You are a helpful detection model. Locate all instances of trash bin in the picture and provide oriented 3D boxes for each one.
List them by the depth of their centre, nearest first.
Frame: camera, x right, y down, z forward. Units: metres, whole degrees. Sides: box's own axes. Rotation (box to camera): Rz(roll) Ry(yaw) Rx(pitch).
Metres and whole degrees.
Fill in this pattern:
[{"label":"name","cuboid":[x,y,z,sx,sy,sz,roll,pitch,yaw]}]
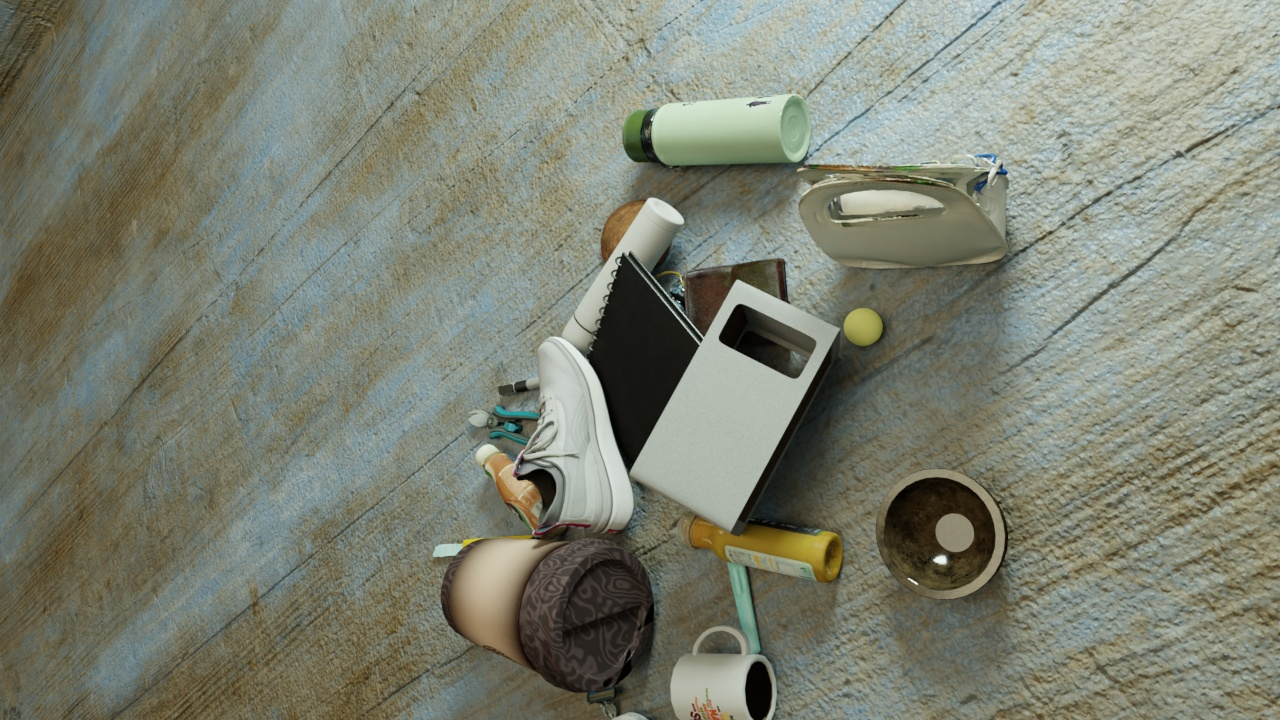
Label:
[{"label":"trash bin","cuboid":[0.102,0.053,0.956,0.114,0.114,0.228,28,85,16]}]

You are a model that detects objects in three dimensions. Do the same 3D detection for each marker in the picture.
[{"label":"marker","cuboid":[-0.137,0.029,1.246,0.141,0.016,0.016,-13,75,34]}]

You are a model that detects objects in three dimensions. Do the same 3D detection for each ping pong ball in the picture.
[{"label":"ping pong ball","cuboid":[0.235,-0.035,0.969,0.040,0.040,0.040,-7,78,35]}]

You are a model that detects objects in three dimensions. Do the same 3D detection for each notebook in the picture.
[{"label":"notebook","cuboid":[-0.006,0.007,1.088,0.169,0.019,0.232,52,141,30]}]

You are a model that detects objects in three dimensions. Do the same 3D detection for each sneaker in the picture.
[{"label":"sneaker","cuboid":[-0.105,0.095,1.130,0.097,0.128,0.262,-44,58,53]}]

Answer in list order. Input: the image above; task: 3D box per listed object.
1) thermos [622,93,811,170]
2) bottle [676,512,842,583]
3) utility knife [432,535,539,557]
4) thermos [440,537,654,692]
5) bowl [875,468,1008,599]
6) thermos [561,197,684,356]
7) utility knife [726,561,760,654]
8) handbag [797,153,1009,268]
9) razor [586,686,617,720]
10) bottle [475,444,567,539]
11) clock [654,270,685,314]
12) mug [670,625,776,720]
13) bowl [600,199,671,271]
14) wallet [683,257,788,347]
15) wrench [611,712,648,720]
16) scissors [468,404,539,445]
[{"label":"thermos","cuboid":[0.084,-0.270,1.101,0.232,0.082,0.082,7,86,36]},{"label":"bottle","cuboid":[0.125,0.199,1.003,0.186,0.053,0.053,4,84,37]},{"label":"utility knife","cuboid":[-0.216,0.261,1.268,0.207,0.018,0.030,-13,66,37]},{"label":"thermos","cuboid":[-0.121,0.291,1.104,0.227,0.172,0.172,-1,81,43]},{"label":"bowl","cuboid":[0.295,0.166,0.882,0.121,0.056,0.121,-7,78,35]},{"label":"thermos","cuboid":[-0.027,-0.098,1.149,0.052,0.052,0.225,52,120,30]},{"label":"utility knife","cuboid":[0.117,0.282,1.019,0.022,0.015,0.119,-20,72,34]},{"label":"handbag","cuboid":[0.247,-0.160,0.886,0.201,0.199,0.093,1,79,34]},{"label":"razor","cuboid":[-0.027,0.463,1.092,0.042,0.022,0.144,-23,74,27]},{"label":"bottle","cuboid":[-0.160,0.167,1.213,0.167,0.059,0.059,36,104,35]},{"label":"clock","cuboid":[0.028,-0.047,1.116,0.090,0.052,0.129,-4,81,36]},{"label":"mug","cuboid":[0.089,0.341,0.992,0.090,0.073,0.105,-11,76,34]},{"label":"bowl","cuboid":[-0.013,-0.160,1.180,0.114,0.026,0.102,4,84,37]},{"label":"wallet","cuboid":[0.111,-0.063,1.057,0.120,0.031,0.099,-6,76,15]},{"label":"wrench","cuboid":[0.071,0.431,1.014,0.274,0.018,0.086,-15,78,28]},{"label":"scissors","cuboid":[-0.183,0.093,1.268,0.132,0.019,0.148,-41,62,23]}]
